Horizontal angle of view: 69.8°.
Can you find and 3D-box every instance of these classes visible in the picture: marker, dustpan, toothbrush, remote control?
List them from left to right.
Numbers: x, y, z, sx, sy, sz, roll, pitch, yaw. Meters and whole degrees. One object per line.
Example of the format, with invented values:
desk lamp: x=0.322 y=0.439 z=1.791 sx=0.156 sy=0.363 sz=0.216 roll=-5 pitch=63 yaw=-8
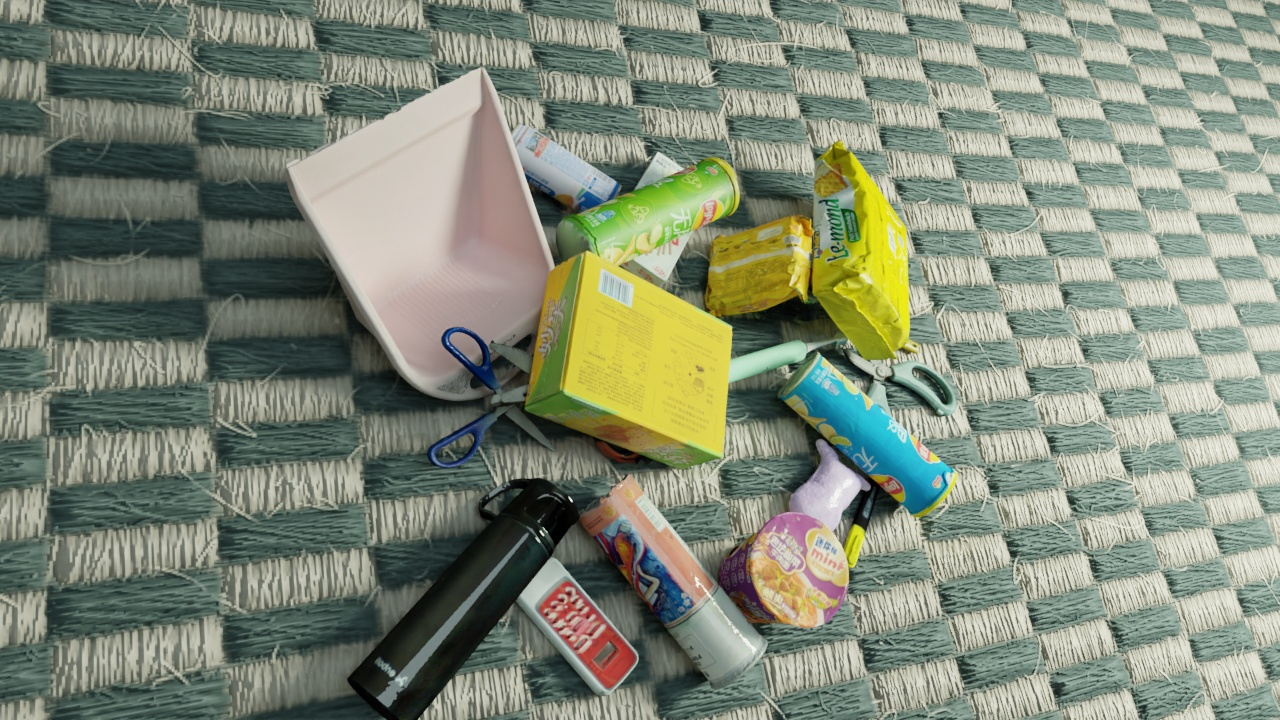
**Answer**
dustpan: x=-0.171 y=-0.101 z=0.865 sx=0.139 sy=0.274 sz=0.222 roll=36 pitch=59 yaw=22
remote control: x=-0.061 y=0.253 z=0.874 sx=0.055 sy=0.020 sz=0.136 roll=-40 pitch=89 yaw=-30
toothbrush: x=0.162 y=-0.005 z=1.076 sx=0.224 sy=0.027 sz=0.026 roll=-16 pitch=48 yaw=-28
toothbrush: x=0.268 y=-0.049 z=1.148 sx=0.190 sy=0.017 sz=0.015 roll=23 pitch=61 yaw=-16
marker: x=0.253 y=0.182 z=1.046 sx=0.018 sy=0.015 sz=0.123 roll=36 pitch=58 yaw=-11

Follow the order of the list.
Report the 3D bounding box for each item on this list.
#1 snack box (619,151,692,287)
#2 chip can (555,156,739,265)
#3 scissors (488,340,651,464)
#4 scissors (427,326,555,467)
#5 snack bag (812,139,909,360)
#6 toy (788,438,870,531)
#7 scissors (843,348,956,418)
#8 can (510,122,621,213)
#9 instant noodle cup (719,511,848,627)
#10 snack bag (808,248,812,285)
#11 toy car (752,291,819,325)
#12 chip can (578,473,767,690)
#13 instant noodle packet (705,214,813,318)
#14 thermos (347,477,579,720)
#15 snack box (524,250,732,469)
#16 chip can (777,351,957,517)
snack box: x=0.021 y=-0.166 z=1.078 sx=0.084 sy=0.027 sz=0.156 roll=33 pitch=59 yaw=-9
chip can: x=0.009 y=-0.158 z=1.010 sx=0.220 sy=0.073 sz=0.072 roll=-29 pitch=83 yaw=-30
scissors: x=-0.057 y=0.032 z=0.940 sx=0.226 sy=0.015 sz=0.188 roll=50 pitch=49 yaw=-17
scissors: x=-0.143 y=0.044 z=0.893 sx=0.173 sy=0.012 sz=0.162 roll=49 pitch=63 yaw=-28
snack bag: x=0.268 y=-0.130 z=1.101 sx=0.158 sy=0.068 sz=0.245 roll=43 pitch=43 yaw=-40
toy: x=0.205 y=0.148 z=1.024 sx=0.084 sy=0.039 sz=0.107 roll=45 pitch=61 yaw=-2
scissors: x=0.327 y=0.042 z=1.135 sx=0.180 sy=0.019 sz=0.170 roll=-5 pitch=71 yaw=-25
can: x=-0.091 y=-0.210 z=1.029 sx=0.134 sy=0.053 sz=0.053 roll=31 pitch=60 yaw=-10
instant noodle cup: x=0.137 y=0.218 z=0.930 sx=0.111 sy=0.099 sz=0.111 roll=9 pitch=67 yaw=-22
snack bag: x=0.226 y=-0.128 z=1.153 sx=0.104 sy=0.026 sz=0.048 roll=-33 pitch=92 yaw=-32
toy car: x=0.170 y=-0.070 z=1.098 sx=0.090 sy=0.043 sz=0.034 roll=8 pitch=33 yaw=-16
chip can: x=0.030 y=0.214 z=0.900 sx=0.071 sy=0.071 sz=0.214 roll=-37 pitch=87 yaw=-31
instant noodle packet: x=0.138 y=-0.105 z=1.052 sx=0.044 sy=0.129 sz=0.110 roll=34 pitch=55 yaw=-47
thermos: x=-0.159 y=0.207 z=0.829 sx=0.090 sy=0.068 sz=0.241 roll=23 pitch=53 yaw=27
snack box: x=-0.006 y=0.005 z=0.936 sx=0.210 sy=0.070 sz=0.157 roll=25 pitch=60 yaw=-33
chip can: x=0.258 y=0.084 z=1.047 sx=0.210 sy=0.071 sz=0.071 roll=41 pitch=59 yaw=0
